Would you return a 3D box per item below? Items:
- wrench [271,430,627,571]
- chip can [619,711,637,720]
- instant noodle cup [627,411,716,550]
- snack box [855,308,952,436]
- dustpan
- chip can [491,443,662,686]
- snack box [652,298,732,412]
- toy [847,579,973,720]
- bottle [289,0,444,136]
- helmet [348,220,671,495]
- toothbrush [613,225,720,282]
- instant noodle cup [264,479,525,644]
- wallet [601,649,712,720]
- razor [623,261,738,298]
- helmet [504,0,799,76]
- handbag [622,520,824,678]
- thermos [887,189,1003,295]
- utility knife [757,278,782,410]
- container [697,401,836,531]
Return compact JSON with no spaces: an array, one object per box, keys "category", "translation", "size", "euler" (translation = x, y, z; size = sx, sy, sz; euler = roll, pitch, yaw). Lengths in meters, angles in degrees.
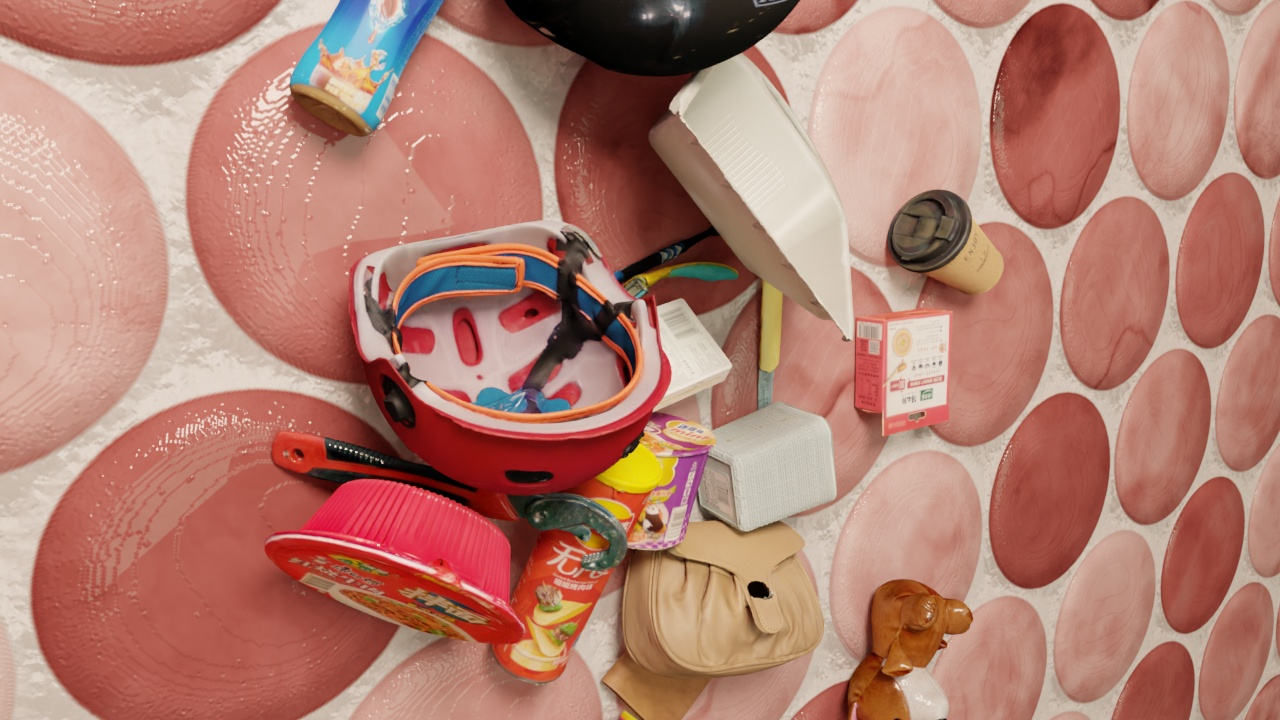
[{"category":"wrench","translation":[-0.139,0.099,0.682],"size":[0.273,0.016,0.056],"euler":[17,113,-4]},{"category":"chip can","translation":[-0.049,0.438,0.853],"size":[0.071,0.071,0.210],"euler":[46,73,-31]},{"category":"instant noodle cup","translation":[0.004,0.106,0.813],"size":[0.111,0.111,0.099],"euler":[-2,109,-33]},{"category":"snack box","translation":[0.292,0.010,1.018],"size":[0.113,0.044,0.127],"euler":[-8,102,-33]},{"category":"dustpan","translation":[0.117,-0.167,0.772],"size":[0.142,0.257,0.222],"euler":[-41,109,0]},{"category":"chip can","translation":[-0.057,0.164,0.751],"size":[0.073,0.073,0.217],"euler":[9,117,-35]},{"category":"snack box","translation":[-0.005,0.005,0.800],"size":[0.156,0.084,0.027],"euler":[-22,155,-28]},{"category":"toy","translation":[0.304,0.356,1.051],"size":[0.140,0.130,0.199],"euler":[20,97,-40]},{"category":"bottle","translation":[-0.170,-0.267,0.647],"size":[0.065,0.065,0.218],"euler":[30,82,-34]},{"category":"helmet","translation":[-0.091,0.016,0.666],"size":[0.206,0.240,0.144],"euler":[-17,139,-29]},{"category":"toothbrush","translation":[0.020,-0.095,0.836],"size":[0.189,0.016,0.014],"euler":[-28,107,-26]},{"category":"instant noodle cup","translation":[-0.168,0.143,0.667],"size":[0.194,0.194,0.065],"euler":[38,53,-32]},{"category":"wallet","translation":[0.025,0.308,0.911],"size":[0.101,0.020,0.115],"euler":[-47,123,-19]},{"category":"razor","translation":[0.039,-0.075,0.843],"size":[0.132,0.043,0.028],"euler":[-13,74,-35]},{"category":"helmet","translation":[0.016,-0.315,0.645],"size":[0.232,0.275,0.231],"euler":[-25,140,-38]},{"category":"handbag","translation":[0.084,0.222,0.871],"size":[0.204,0.100,0.147],"euler":[4,65,-35]},{"category":"thermos","translation":[0.338,-0.123,1.001],"size":[0.143,0.093,0.093],"euler":[23,86,-42]},{"category":"utility knife","translation":[0.130,-0.039,0.916],"size":[0.030,0.020,0.196],"euler":[-7,102,-28]},{"category":"container","translation":[0.117,0.104,0.893],"size":[0.111,0.090,0.090],"euler":[-17,109,-26]}]
